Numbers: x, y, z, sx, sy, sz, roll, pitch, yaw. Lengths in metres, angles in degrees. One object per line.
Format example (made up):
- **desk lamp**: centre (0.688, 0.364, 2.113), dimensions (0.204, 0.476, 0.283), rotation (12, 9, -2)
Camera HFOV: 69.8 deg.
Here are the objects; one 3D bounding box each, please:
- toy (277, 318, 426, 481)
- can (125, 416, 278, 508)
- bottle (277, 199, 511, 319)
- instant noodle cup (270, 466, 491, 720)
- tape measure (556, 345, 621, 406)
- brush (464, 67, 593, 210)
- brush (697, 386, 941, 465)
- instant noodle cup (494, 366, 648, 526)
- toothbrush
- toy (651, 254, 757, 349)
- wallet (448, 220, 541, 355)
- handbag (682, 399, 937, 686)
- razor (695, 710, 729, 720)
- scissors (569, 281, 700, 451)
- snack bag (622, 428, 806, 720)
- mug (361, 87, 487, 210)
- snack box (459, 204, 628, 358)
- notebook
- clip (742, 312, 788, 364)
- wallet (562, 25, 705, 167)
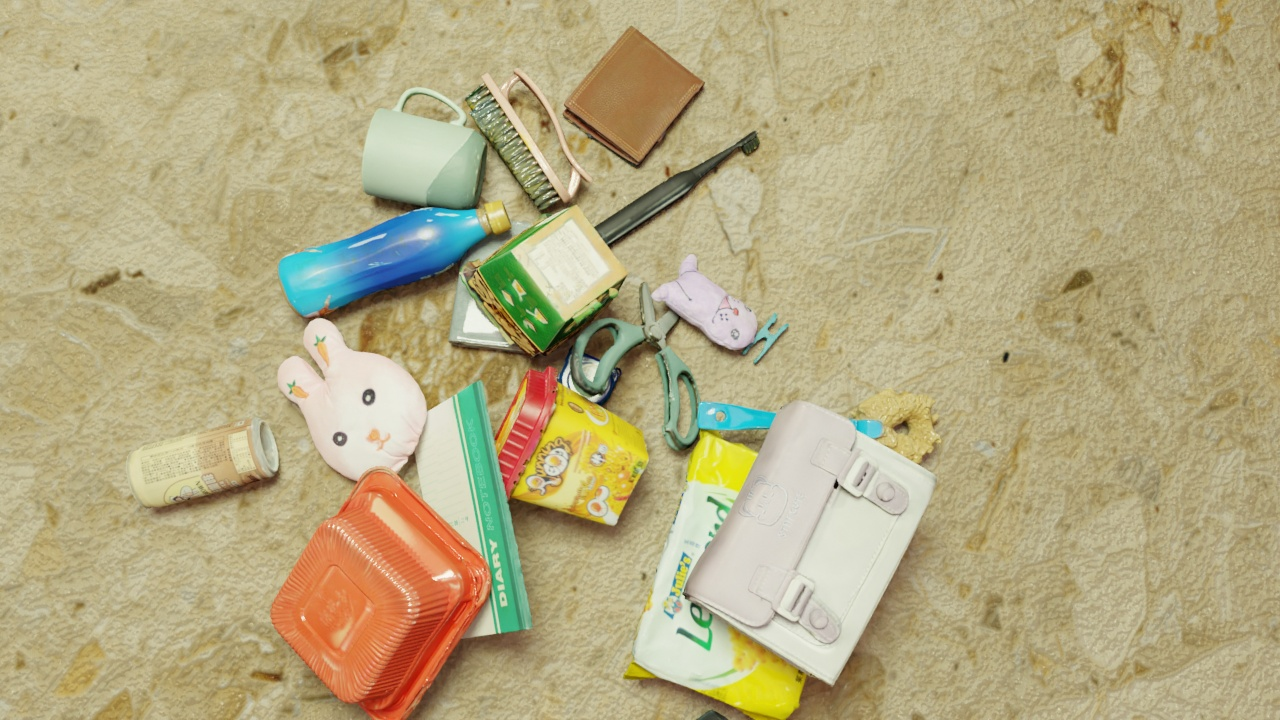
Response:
- **toy**: centre (-0.272, 0.038, 0.853), dimensions (0.159, 0.054, 0.121), rotation (39, 104, 12)
- **can**: centre (-0.397, 0.093, 0.836), dimensions (0.116, 0.058, 0.058), rotation (-14, 80, -7)
- **bottle**: centre (-0.230, -0.103, 0.873), dimensions (0.218, 0.065, 0.065), rotation (-19, 81, 0)
- **instant noodle cup**: centre (-0.231, 0.204, 0.778), dimensions (0.164, 0.079, 0.189), rotation (37, 101, 19)
- **tape measure**: centre (-0.053, 0.021, 0.895), dimensions (0.058, 0.025, 0.054), rotation (23, 79, 4)
- **brush**: centre (-0.110, -0.220, 0.920), dimensions (0.073, 0.063, 0.145), rotation (-34, 84, 0)
- **brush**: centre (0.176, 0.061, 0.878), dimensions (0.254, 0.046, 0.083), rotation (5, 85, -16)
- **instant noodle cup**: centre (-0.065, 0.083, 0.834), dimensions (0.123, 0.116, 0.116), rotation (24, 103, -11)
- **toothbrush**: centre (0.037, -0.177, 0.944), dimensions (0.212, 0.026, 0.027), rotation (-34, 118, -11)
- **toy**: centre (0.071, -0.053, 0.913), dimensions (0.108, 0.039, 0.083), rotation (36, 50, 2)
- **wallet**: centre (-0.128, -0.074, 0.903), dimensions (0.106, 0.037, 0.129), rotation (7, 78, -3)
- **handbag**: centre (0.143, 0.151, 0.784), dimensions (0.145, 0.098, 0.196), rotation (30, 77, 6)
- **razor**: centre (0.019, 0.378, 0.821), dimensions (0.167, 0.062, 0.067), rotation (-36, 114, -16)
- **scissors**: centre (-0.005, 0.005, 0.866), dimensions (0.180, 0.019, 0.170), rotation (-2, 77, -42)
- **snack bag**: centre (0.093, 0.197, 0.849), dimensions (0.158, 0.068, 0.246), rotation (19, 77, -2)
- **mug**: centre (-0.205, -0.206, 0.895), dimensions (0.106, 0.082, 0.112), rotation (11, 93, -5)
- **snack box**: centre (-0.079, -0.080, 0.841), dimensions (0.118, 0.106, 0.117), rotation (-40, 96, -24)
- **notebook**: centre (-0.153, 0.137, 0.809), dimensions (0.012, 0.151, 0.209), rotation (-5, 76, -37)
- **clip**: centre (0.125, -0.023, 0.924), dimensions (0.045, 0.014, 0.056), rotation (39, 77, 2)
- **wallet**: centre (-0.006, -0.275, 0.957), dimensions (0.101, 0.032, 0.124), rotation (37, 79, 0)
